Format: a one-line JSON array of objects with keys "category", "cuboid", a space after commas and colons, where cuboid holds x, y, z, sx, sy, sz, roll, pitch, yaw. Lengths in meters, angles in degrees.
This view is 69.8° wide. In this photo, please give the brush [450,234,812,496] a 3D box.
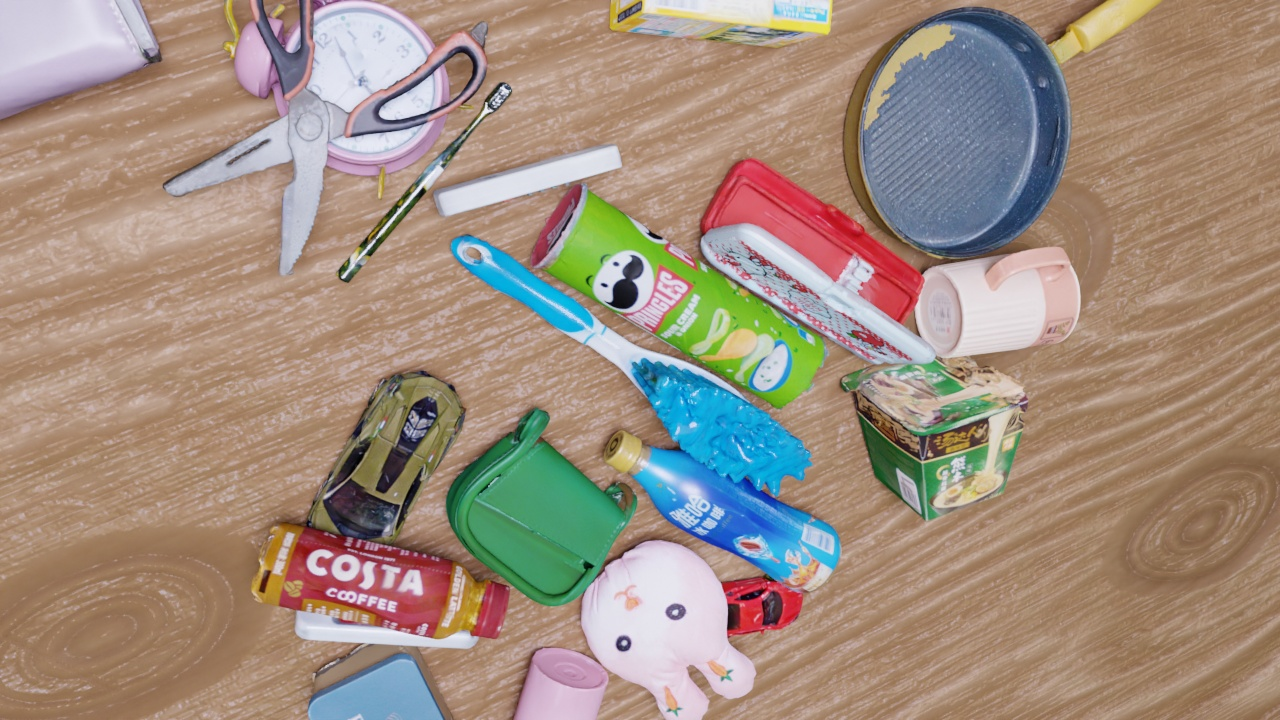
[{"category": "brush", "cuboid": [-0.004, 0.004, 0.701, 0.314, 0.109, 0.060, 32, 99, -28]}]

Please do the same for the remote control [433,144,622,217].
[{"category": "remote control", "cuboid": [-0.081, -0.130, 0.660, 0.135, 0.056, 0.019, -18, 107, -13]}]

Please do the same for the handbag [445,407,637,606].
[{"category": "handbag", "cuboid": [-0.077, 0.116, 0.713, 0.131, 0.068, 0.120, 45, 79, -19]}]

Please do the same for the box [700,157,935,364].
[{"category": "box", "cuboid": [0.149, -0.071, 0.717, 0.201, 0.101, 0.095, 30, 93, -20]}]

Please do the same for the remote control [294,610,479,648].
[{"category": "remote control", "cuboid": [-0.189, 0.189, 0.697, 0.136, 0.055, 0.020, 10, 127, -18]}]

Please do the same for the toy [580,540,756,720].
[{"category": "toy", "cuboid": [0.025, 0.227, 0.757, 0.121, 0.054, 0.159, -35, 98, 8]}]

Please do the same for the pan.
[{"category": "pan", "cuboid": [0.325, -0.234, 0.746, 0.357, 0.078, 0.198, -42, 110, -4]}]

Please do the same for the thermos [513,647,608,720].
[{"category": "thermos", "cuboid": [-0.077, 0.345, 0.749, 0.067, 0.087, 0.198, 7, 101, -63]}]

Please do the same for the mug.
[{"category": "mug", "cuboid": [0.301, -0.054, 0.762, 0.105, 0.115, 0.081, -9, 66, -13]}]

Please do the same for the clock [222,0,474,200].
[{"category": "clock", "cuboid": [-0.198, -0.196, 0.609, 0.117, 0.060, 0.158, -46, 108, -4]}]

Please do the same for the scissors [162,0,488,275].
[{"category": "scissors", "cuboid": [-0.195, -0.161, 0.578, 0.188, 0.015, 0.223, 4, 100, -18]}]

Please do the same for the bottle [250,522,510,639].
[{"category": "bottle", "cuboid": [-0.184, 0.163, 0.662, 0.175, 0.057, 0.057, 15, 97, -10]}]

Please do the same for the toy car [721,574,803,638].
[{"category": "toy car", "cuboid": [0.094, 0.215, 0.800, 0.106, 0.031, 0.049, -5, 104, -18]}]

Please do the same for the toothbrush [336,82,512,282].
[{"category": "toothbrush", "cuboid": [-0.154, -0.128, 0.659, 0.012, 0.017, 0.186, 41, 88, -23]}]

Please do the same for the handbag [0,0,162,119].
[{"category": "handbag", "cuboid": [-0.406, -0.206, 0.526, 0.197, 0.098, 0.145, -25, 106, -11]}]

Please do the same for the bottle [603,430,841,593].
[{"category": "bottle", "cuboid": [0.066, 0.121, 0.752, 0.218, 0.065, 0.065, 31, 92, -20]}]

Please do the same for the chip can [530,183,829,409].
[{"category": "chip can", "cuboid": [0.033, -0.044, 0.704, 0.236, 0.072, 0.072, 30, 92, -21]}]

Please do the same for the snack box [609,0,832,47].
[{"category": "snack box", "cuboid": [0.056, -0.251, 0.658, 0.140, 0.087, 0.034, 2, 101, -17]}]

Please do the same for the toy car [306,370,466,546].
[{"category": "toy car", "cuboid": [-0.189, 0.081, 0.682, 0.070, 0.042, 0.158, 29, 95, -19]}]

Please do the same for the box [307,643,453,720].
[{"category": "box", "cuboid": [-0.189, 0.297, 0.717, 0.089, 0.062, 0.184, -26, 109, -11]}]

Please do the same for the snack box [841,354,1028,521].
[{"category": "snack box", "cuboid": [0.249, 0.066, 0.777, 0.117, 0.118, 0.106, -15, 115, -13]}]
